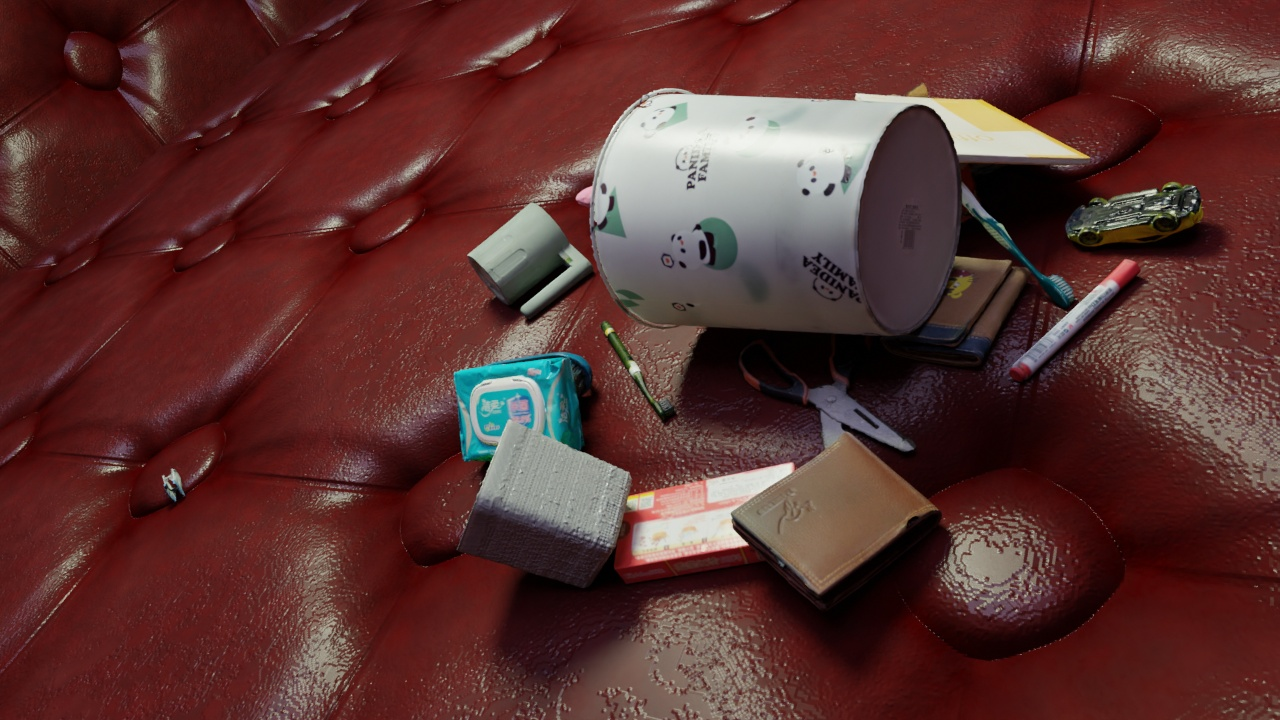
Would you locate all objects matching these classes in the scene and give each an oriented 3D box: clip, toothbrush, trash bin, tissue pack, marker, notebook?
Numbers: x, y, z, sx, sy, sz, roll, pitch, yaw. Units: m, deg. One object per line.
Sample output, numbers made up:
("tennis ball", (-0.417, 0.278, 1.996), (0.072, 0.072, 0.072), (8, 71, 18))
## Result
("clip", (-0.577, 0.152, 1.130), (0.036, 0.025, 0.058), (-34, 31, -17))
("toothbrush", (-0.006, 0.005, 0.933), (0.017, 0.012, 0.185), (-27, 37, -6))
("trash bin", (0.123, -0.128, 0.805), (0.252, 0.230, 0.229), (10, 52, 41))
("toothbrush", (0.308, -0.119, 0.797), (0.018, 0.016, 0.191), (-27, 66, -15))
("tissue pack", (-0.121, 0.049, 0.889), (0.134, 0.093, 0.050), (-8, 1, 27))
("marker", (0.350, -0.032, 0.739), (0.145, 0.017, 0.017), (-40, 38, -13))
("notebook", (0.310, -0.224, 0.883), (0.146, 0.010, 0.206), (0, 30, -9))

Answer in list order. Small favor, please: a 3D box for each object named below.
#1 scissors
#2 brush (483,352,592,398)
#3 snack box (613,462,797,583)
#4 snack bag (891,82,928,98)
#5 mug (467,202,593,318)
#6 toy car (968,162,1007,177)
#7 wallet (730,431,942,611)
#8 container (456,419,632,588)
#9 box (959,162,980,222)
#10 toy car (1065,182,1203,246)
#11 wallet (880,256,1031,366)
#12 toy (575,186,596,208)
("scissors", (0.160, 0.021, 0.803), (0.189, 0.015, 0.225), (0, 45, 33))
("brush", (-0.113, 0.020, 0.955), (0.144, 0.055, 0.073), (-9, 21, 25))
("snack box", (0.055, 0.131, 0.736), (0.153, 0.025, 0.075), (-15, 40, 19))
("snack bag", (0.211, -0.253, 1.038), (0.208, 0.073, 0.128), (-24, 9, 5))
("mug", (-0.134, -0.117, 1.114), (0.103, 0.084, 0.124), (-40, 63, -12))
("toy car", (0.346, -0.230, 0.955), (0.054, 0.037, 0.120), (-16, 36, 17))
("wallet", (0.141, 0.113, 0.668), (0.124, 0.032, 0.101), (-30, 44, -20))
("container", (-0.076, 0.121, 0.748), (0.114, 0.090, 0.090), (22, 47, -6))
("box", (0.263, -0.176, 0.924), (0.091, 0.078, 0.168), (-30, 31, 1))
("toy car", (0.419, -0.119, 0.782), (0.105, 0.032, 0.048), (-6, 42, 45))
("wallet", (0.273, -0.045, 0.793), (0.090, 0.033, 0.115), (12, 50, 43))
("toy", (0.014, -0.240, 1.154), (0.194, 0.075, 0.178), (-35, 35, -12))
